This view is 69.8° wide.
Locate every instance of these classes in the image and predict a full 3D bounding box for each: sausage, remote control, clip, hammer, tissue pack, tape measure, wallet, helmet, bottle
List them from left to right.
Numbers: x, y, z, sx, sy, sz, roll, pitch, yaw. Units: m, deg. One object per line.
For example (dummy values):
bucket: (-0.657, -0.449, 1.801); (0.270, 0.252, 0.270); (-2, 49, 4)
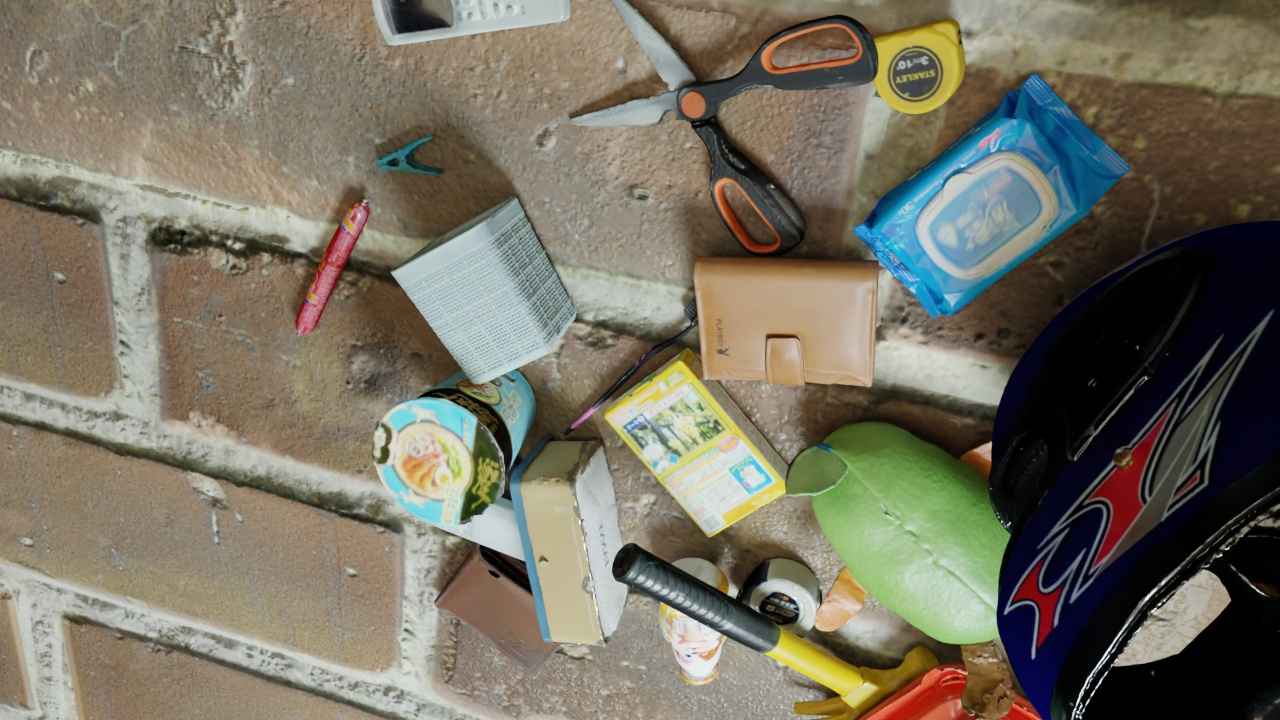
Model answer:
sausage: (-0.266, -0.079, 0.787); (0.020, 0.020, 0.156); (35, 117, -1)
clip: (-0.186, -0.160, 0.732); (0.054, 0.013, 0.034); (-3, 111, 15)
remote control: (-0.125, -0.267, 0.664); (0.150, 0.021, 0.058); (-2, 111, 16)
remote control: (-0.150, 0.140, 0.837); (0.136, 0.020, 0.056); (17, 125, 16)
wallet: (-0.127, 0.237, 0.871); (0.124, 0.032, 0.101); (36, 125, 2)
bottle: (0.048, 0.229, 0.802); (0.063, 0.063, 0.108); (1, 113, 16)
hammer: (0.103, 0.227, 0.751); (0.300, 0.032, 0.129); (33, 117, -22)
tape measure: (0.122, 0.205, 0.787); (0.066, 0.033, 0.066); (31, 119, 0)
wallet: (0.107, -0.028, 0.679); (0.132, 0.031, 0.108); (4, 127, 15)
tape measure: (0.183, -0.193, 0.602); (0.060, 0.028, 0.057); (-2, 116, 35)
tissue pack: (0.231, -0.105, 0.613); (0.095, 0.052, 0.157); (46, 117, -6)
helmet: (0.331, 0.065, 0.546); (0.247, 0.240, 0.316); (34, 109, -21)

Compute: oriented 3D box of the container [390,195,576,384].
container: (-0.116, -0.052, 0.716); (0.090, 0.089, 0.111); (-23, 107, 24)

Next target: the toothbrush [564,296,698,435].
toothbrush: (-0.004, 0.004, 0.750); (0.190, 0.014, 0.018); (-42, 86, 27)

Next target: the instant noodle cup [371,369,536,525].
instant noodle cup: (-0.142, 0.056, 0.751); (0.111, 0.120, 0.111); (6, 114, 12)

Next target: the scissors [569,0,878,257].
scissors: (0.059, -0.173, 0.646); (0.235, 0.021, 0.221); (-13, 113, 29)

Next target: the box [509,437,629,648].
box: (-0.058, 0.150, 0.786); (0.062, 0.089, 0.184); (-4, 109, 18)

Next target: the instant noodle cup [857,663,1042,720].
instant noodle cup: (0.275, 0.348, 0.766); (0.189, 0.079, 0.165); (33, 120, -10)

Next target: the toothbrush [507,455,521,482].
toothbrush: (-0.088, 0.170, 0.846); (0.014, 0.016, 0.189); (-11, 112, 18)

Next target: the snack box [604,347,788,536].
snack box: (0.048, 0.069, 0.751); (0.087, 0.033, 0.140); (-37, 100, 26)

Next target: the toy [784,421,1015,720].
toy: (0.223, 0.138, 0.698); (0.246, 0.090, 0.227); (44, 97, 2)
